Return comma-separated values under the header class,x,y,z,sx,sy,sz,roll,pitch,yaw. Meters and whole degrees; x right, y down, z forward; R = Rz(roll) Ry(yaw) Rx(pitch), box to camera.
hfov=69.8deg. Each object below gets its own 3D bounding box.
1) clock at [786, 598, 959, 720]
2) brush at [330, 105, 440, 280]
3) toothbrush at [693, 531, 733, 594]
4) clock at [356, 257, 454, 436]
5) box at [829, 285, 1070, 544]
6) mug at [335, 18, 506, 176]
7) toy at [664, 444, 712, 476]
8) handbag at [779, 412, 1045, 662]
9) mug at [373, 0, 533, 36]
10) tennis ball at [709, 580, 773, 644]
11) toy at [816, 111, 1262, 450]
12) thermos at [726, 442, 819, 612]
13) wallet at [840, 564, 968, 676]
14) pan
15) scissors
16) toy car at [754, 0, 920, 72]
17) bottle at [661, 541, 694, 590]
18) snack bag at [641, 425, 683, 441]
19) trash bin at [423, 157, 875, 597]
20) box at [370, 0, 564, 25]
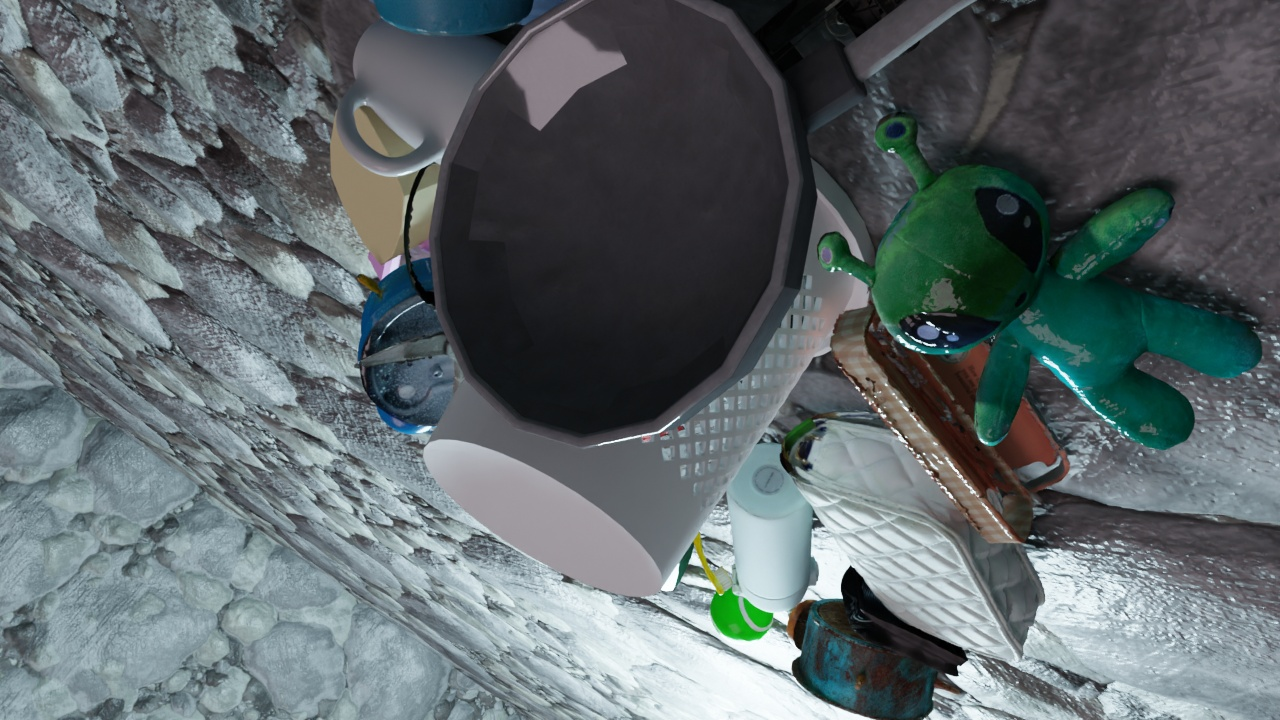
class,x,y,z,sx,sy,sz,roll,pitch,yaw
clock,0.189,0.256,0.801,0.121,0.073,0.157,9,-173,-16
brush,-0.173,-0.101,0.620,0.089,0.043,0.229,60,151,5
toothbrush,0.042,0.144,0.812,0.135,0.016,0.021,60,170,18
clock,-0.137,-0.001,0.645,0.060,0.116,0.162,-121,23,-44
box,0.172,0.025,0.497,0.187,0.085,0.048,44,156,-28
mug,-0.115,-0.134,0.479,0.089,0.107,0.071,32,143,17
toy,0.001,0.082,0.770,0.106,0.074,0.085,35,165,0
handbag,0.191,0.118,0.627,0.139,0.072,0.195,13,149,46
mug,-0.060,-0.182,0.348,0.112,0.084,0.104,4,127,1
tennis ball,0.104,0.257,0.941,0.065,0.065,0.065,24,151,14
toy,0.173,-0.029,0.412,0.193,0.072,0.131,29,114,-2
thermos,0.109,0.146,0.756,0.078,0.065,0.207,-6,144,6
wallet,0.209,0.209,0.739,0.089,0.026,0.115,24,-171,5
pan,0.059,-0.091,0.319,0.358,0.178,0.041,-28,160,31
scissors,-0.083,-0.042,0.586,0.015,0.201,0.202,55,148,42
toy car,0.071,-0.127,0.368,0.092,0.037,0.040,-32,115,32
bottle,0.021,0.170,0.883,0.061,0.061,0.131,23,151,11
snack bag,-0.057,0.029,0.720,0.177,0.082,0.082,13,147,30
trash bin,-0.003,0.003,0.489,0.195,0.199,0.196,24,151,14
box,-0.063,-0.191,0.431,0.210,0.037,0.066,18,156,27
